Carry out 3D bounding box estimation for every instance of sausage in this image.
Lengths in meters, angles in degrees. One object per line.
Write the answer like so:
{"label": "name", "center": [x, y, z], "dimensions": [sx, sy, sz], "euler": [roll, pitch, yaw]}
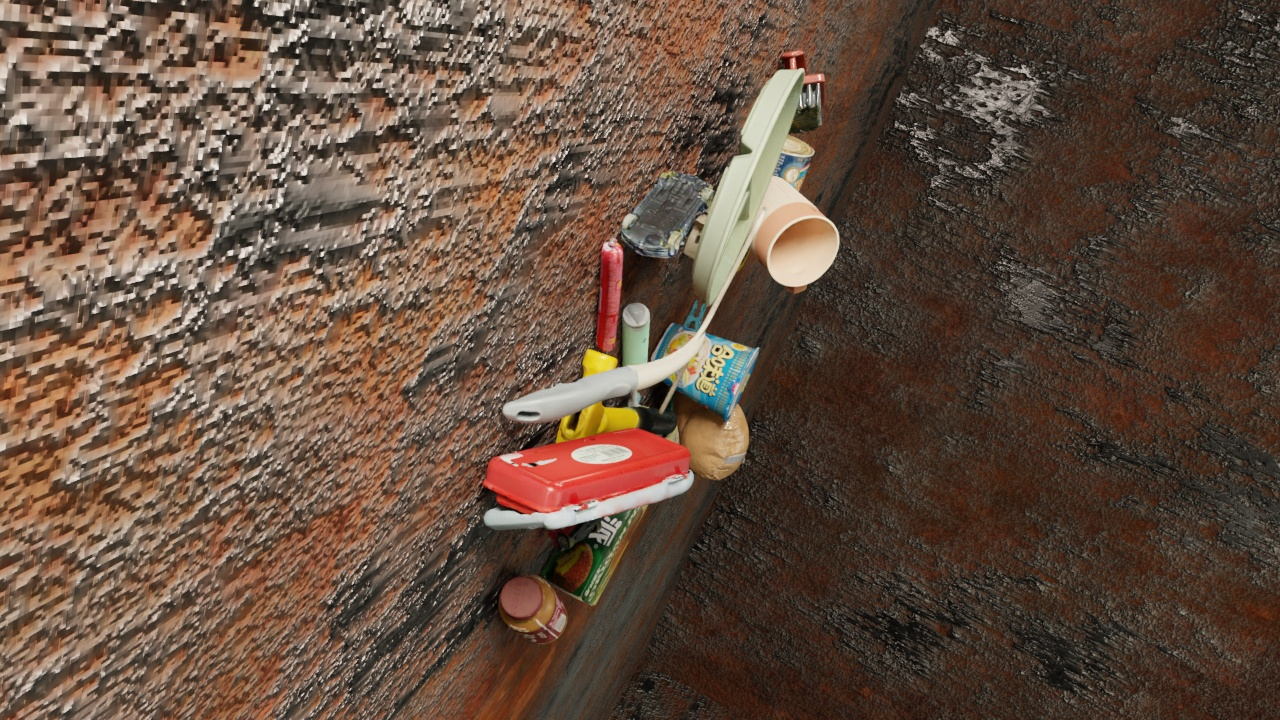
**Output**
{"label": "sausage", "center": [-0.026, -0.051, 0.766], "dimensions": [0.020, 0.020, 0.156], "euler": [-57, 167, -30]}

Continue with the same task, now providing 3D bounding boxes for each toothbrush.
{"label": "toothbrush", "center": [-0.006, 0.006, 0.956], "dimensions": [0.225, 0.026, 0.027], "euler": [92, 23, -63]}

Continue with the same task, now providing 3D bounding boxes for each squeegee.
{"label": "squeegee", "center": [-0.007, 0.008, 0.741], "dimensions": [0.245, 0.039, 0.247], "euler": [-25, 150, -42]}

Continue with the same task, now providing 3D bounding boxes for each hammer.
{"label": "hammer", "center": [-0.015, 0.062, 0.933], "dimensions": [0.129, 0.033, 0.300], "euler": [-70, 163, 3]}

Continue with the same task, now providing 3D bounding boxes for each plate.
{"label": "plate", "center": [0.096, -0.159, 0.847], "dimensions": [0.230, 0.027, 0.230], "euler": [25, 88, -84]}

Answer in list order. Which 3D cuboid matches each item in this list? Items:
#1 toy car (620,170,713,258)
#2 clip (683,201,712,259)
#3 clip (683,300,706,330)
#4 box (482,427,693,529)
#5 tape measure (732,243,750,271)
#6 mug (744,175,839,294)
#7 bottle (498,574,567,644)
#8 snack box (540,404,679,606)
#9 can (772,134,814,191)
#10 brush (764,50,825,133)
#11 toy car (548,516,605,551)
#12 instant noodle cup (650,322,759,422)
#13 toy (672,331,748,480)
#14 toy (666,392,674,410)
{"label": "toy car", "center": [0.022, -0.118, 0.758], "dimensions": [0.105, 0.049, 0.031], "euler": [-55, 159, -38]}
{"label": "clip", "center": [0.070, -0.150, 0.942], "dimensions": [0.064, 0.034, 0.098], "euler": [-61, 171, -16]}
{"label": "clip", "center": [0.069, -0.050, 1.181], "dimensions": [0.014, 0.041, 0.056], "euler": [10, 103, -80]}
{"label": "box", "center": [-0.036, 0.108, 0.752], "dimensions": [0.200, 0.091, 0.068], "euler": [-6, 110, -55]}
{"label": "tape measure", "center": [0.127, -0.148, 1.208], "dimensions": [0.060, 0.029, 0.057], "euler": [-65, 169, 7]}
{"label": "mug", "center": [0.155, -0.130, 0.996], "dimensions": [0.081, 0.105, 0.115], "euler": [-22, 131, -6]}
{"label": "bottle", "center": [-0.112, 0.258, 0.953], "dimensions": [0.057, 0.057, 0.175], "euler": [-60, 168, -19]}
{"label": "snack box", "center": [-0.031, 0.179, 1.129], "dimensions": [0.239, 0.063, 0.114], "euler": [-61, 168, -13]}
{"label": "can", "center": [0.146, -0.203, 1.058], "dimensions": [0.075, 0.075, 0.111], "euler": [-46, 158, -56]}
{"label": "brush", "center": [0.178, -0.303, 1.039], "dimensions": [0.145, 0.063, 0.069], "euler": [-12, 98, -77]}
{"label": "toy car", "center": [-0.056, 0.152, 0.939], "dimensions": [0.052, 0.045, 0.121], "euler": [-25, 163, -46]}
{"label": "instant noodle cup", "center": [0.073, 0.007, 1.101], "dimensions": [0.099, 0.110, 0.099], "euler": [-60, 168, -22]}
{"label": "toy", "center": [0.084, 0.059, 1.238], "dimensions": [0.225, 0.082, 0.144], "euler": [-108, -148, -48]}
{"label": "toy", "center": [0.039, 0.083, 1.320], "dimensions": [0.091, 0.030, 0.096], "euler": [-45, 151, -71]}
